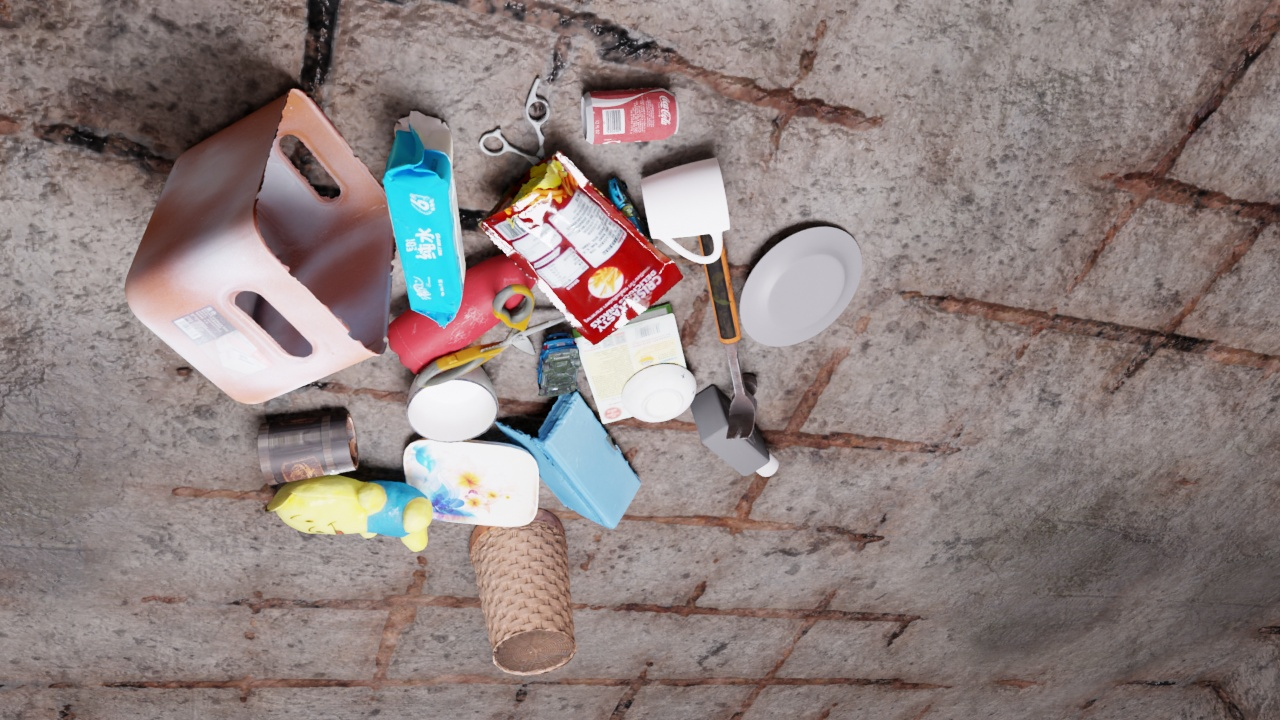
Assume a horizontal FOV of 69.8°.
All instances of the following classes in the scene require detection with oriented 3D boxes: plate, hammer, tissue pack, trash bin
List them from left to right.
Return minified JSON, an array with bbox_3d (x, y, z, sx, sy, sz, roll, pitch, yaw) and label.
[{"bbox_3d":[-0.351,-0.108,0.877,0.157,0.259,0.181,-22,134,12],"label":"trash bin"},{"bbox_3d":[-0.222,-0.145,0.969,0.066,0.116,0.210,-4,133,-5],"label":"tissue pack"},{"bbox_3d":[-0.237,0.171,1.299,0.187,0.016,0.187,6,135,-3],"label":"plate"},{"bbox_3d":[-0.175,0.346,1.368,0.151,0.209,0.151,-7,133,-7],"label":"trash bin"},{"bbox_3d":[0.028,0.051,1.235,0.104,0.026,0.104,-8,134,-9],"label":"plate"},{"bbox_3d":[0.108,-0.040,1.159,0.035,0.137,0.315,-4,127,15],"label":"hammer"},{"bbox_3d":[0.209,-0.089,1.171,0.178,0.012,0.179,-15,131,-18],"label":"plate"}]

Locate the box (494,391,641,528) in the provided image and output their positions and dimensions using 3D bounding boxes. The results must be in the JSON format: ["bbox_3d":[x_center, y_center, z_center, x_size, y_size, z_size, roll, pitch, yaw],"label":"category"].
[{"bbox_3d":[-0.102,0.137,1.317,0.112,0.094,0.231,13,149,36],"label":"box"}]

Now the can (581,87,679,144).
[{"bbox_3d":[-0.011,-0.256,0.961,0.096,0.054,0.054,-6,133,-9],"label":"can"}]

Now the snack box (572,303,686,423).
[{"bbox_3d":[-0.007,0.007,1.223,0.132,0.027,0.168,-15,134,1],"label":"snack box"}]

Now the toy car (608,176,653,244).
[{"bbox_3d":[-0.015,-0.163,1.051,0.032,0.048,0.105,-22,135,10],"label":"toy car"}]

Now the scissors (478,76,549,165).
[{"bbox_3d":[-0.101,-0.224,0.995,0.141,0.014,0.147,22,123,-27],"label":"scissors"}]

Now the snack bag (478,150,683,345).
[{"bbox_3d":[-0.065,-0.117,1.014,0.139,0.066,0.208,-40,116,11],"label":"snack bag"}]

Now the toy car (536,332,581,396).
[{"bbox_3d":[-0.105,0.007,1.181,0.056,0.043,0.120,-8,151,-14],"label":"toy car"}]

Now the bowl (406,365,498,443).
[{"bbox_3d":[-0.240,0.044,1.171,0.116,0.065,0.116,-7,134,-7],"label":"bowl"}]

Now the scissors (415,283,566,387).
[{"bbox_3d":[-0.167,-0.025,1.085,0.229,0.016,0.225,-31,164,-6],"label":"scissors"}]

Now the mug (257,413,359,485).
[{"bbox_3d":[-0.427,0.118,1.197,0.107,0.080,0.116,-8,161,-9],"label":"mug"}]

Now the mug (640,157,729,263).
[{"bbox_3d":[0.053,-0.163,1.034,0.088,0.081,0.114,-11,104,4],"label":"mug"}]

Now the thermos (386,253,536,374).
[{"bbox_3d":[-0.184,-0.075,1.071,0.240,0.073,0.073,-33,131,7],"label":"thermos"}]

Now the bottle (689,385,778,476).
[{"bbox_3d":[0.143,0.116,1.323,0.046,0.083,0.174,-34,132,17],"label":"bottle"}]

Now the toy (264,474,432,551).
[{"bbox_3d":[-0.390,0.200,1.249,0.214,0.083,0.149,10,152,-14],"label":"toy"}]
